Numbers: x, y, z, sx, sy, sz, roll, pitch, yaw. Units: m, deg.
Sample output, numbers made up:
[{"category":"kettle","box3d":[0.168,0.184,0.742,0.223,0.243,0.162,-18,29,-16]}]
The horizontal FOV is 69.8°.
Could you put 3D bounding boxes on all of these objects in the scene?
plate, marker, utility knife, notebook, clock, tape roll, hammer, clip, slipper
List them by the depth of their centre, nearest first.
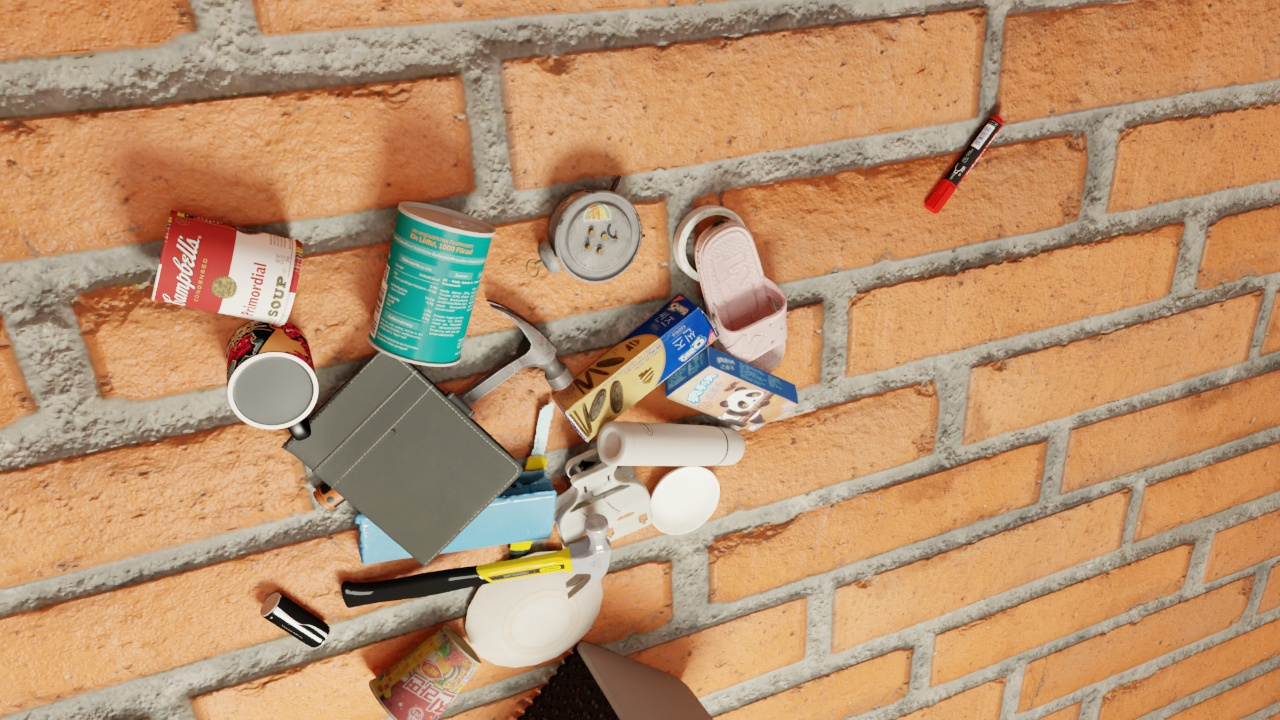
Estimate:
[{"category":"notebook","box3d":[-0.255,0.104,1.009,0.169,0.029,0.209,-44,109,0]},{"category":"clock","box3d":[-0.064,-0.134,1.020,0.147,0.056,0.104,-31,121,-11]},{"category":"hammer","box3d":[-0.238,0.059,1.040,0.314,0.035,0.138,-36,121,-6]},{"category":"tape roll","box3d":[0.085,-0.140,1.106,0.093,0.018,0.094,-9,116,-20]},{"category":"hammer","box3d":[-0.195,0.261,1.115,0.323,0.029,0.127,-8,131,-7]},{"category":"slipper","box3d":[0.130,-0.061,1.121,0.094,0.064,0.239,-31,130,-8]},{"category":"utility knife","box3d":[-0.132,0.151,1.137,0.030,0.019,0.218,1,117,-31]},{"category":"clip","box3d":[-0.059,0.164,1.155,0.126,0.099,0.152,-24,121,-14]},{"category":"marker","box3d":[0.426,-0.258,1.205,0.021,0.023,0.145,33,96,-24]},{"category":"plate","box3d":[-0.134,0.336,1.208,0.188,0.027,0.189,-11,119,-20]},{"category":"plate","box3d":[0.055,0.183,1.231,0.104,0.026,0.104,-10,116,-21]}]

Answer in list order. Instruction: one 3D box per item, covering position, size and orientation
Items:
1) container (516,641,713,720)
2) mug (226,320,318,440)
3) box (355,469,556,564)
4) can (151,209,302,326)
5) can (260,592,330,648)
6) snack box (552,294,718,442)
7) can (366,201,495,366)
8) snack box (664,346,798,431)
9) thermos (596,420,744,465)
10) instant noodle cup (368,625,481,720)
[{"category":"container","box3d":[-0.035,0.567,1.238,0.247,0.245,0.243,32,93,-32]},{"category":"mug","box3d":[-0.366,0.027,0.929,0.081,0.098,0.118,-25,120,-13]},{"category":"box","box3d":[-0.220,0.185,1.098,0.231,0.054,0.093,-6,132,-17]},{"category":"can","box3d":[-0.392,-0.087,0.873,0.116,0.086,0.087,12,106,-28]},{"category":"can","box3d":[-0.404,0.305,1.075,0.031,0.031,0.080,-42,122,-2]},{"category":"snack box","box3d":[-0.007,0.006,1.107,0.206,0.056,0.057,-39,122,-4]},{"category":"can","box3d":[-0.217,-0.079,0.948,0.099,0.099,0.144,10,108,-28]},{"category":"snack box","box3d":[0.116,0.039,1.165,0.151,0.034,0.087,22,139,-31]},{"category":"thermos","box3d":[0.045,0.106,1.147,0.223,0.052,0.052,7,110,-44]},{"category":"instant noodle cup","box3d":[-0.263,0.396,1.147,0.112,0.100,0.100,-44,123,-10]}]
